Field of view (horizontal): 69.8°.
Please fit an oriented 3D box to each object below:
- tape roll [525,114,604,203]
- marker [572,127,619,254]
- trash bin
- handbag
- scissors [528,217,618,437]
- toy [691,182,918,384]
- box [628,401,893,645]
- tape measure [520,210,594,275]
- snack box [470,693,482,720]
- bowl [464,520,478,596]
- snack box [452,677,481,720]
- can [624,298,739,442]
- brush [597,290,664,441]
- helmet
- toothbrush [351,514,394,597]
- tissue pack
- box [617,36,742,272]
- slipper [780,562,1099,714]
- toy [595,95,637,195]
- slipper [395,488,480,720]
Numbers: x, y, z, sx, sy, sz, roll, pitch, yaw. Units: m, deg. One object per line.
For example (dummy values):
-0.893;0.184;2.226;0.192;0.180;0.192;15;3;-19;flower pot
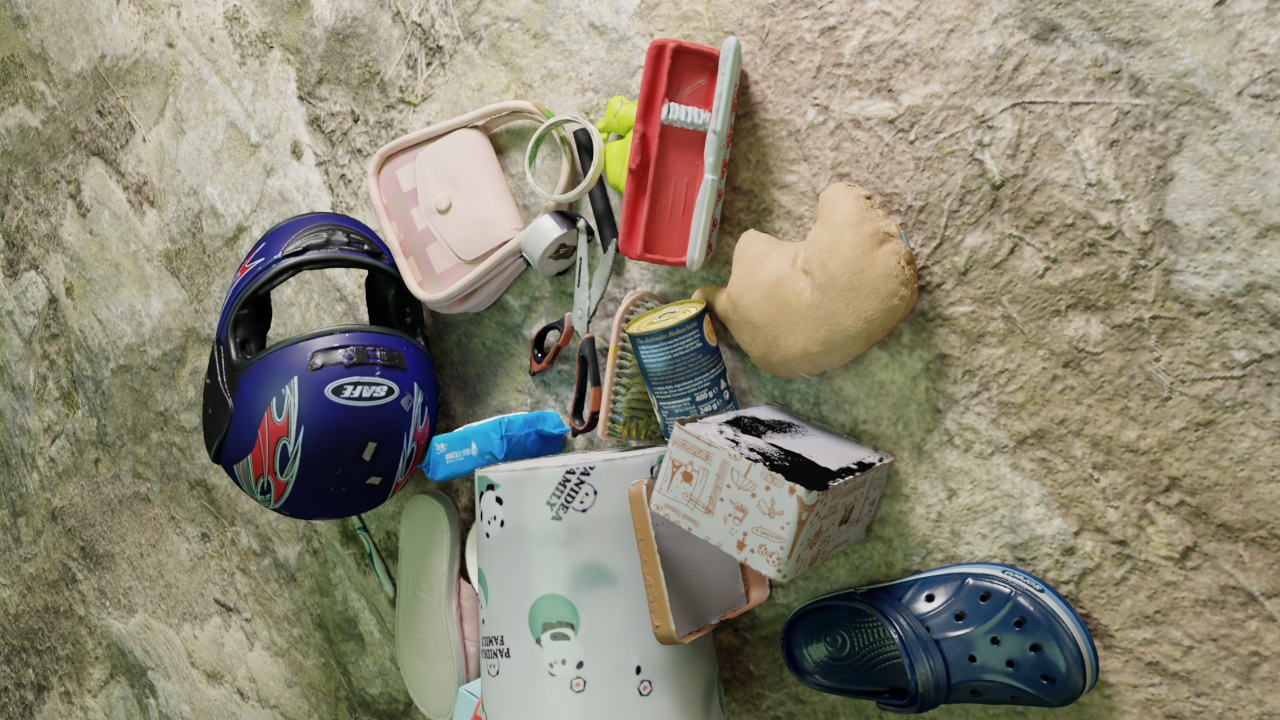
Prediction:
-0.075;-0.198;0.903;0.086;0.014;0.085;-3;84;28;tape roll
-0.043;-0.170;0.921;0.022;0.020;0.132;-21;80;39;marker
-0.045;0.211;0.822;0.230;0.229;0.252;-9;87;35;trash bin
-0.167;-0.178;0.980;0.235;0.093;0.193;-29;76;21;handbag
-0.064;-0.027;0.914;0.226;0.015;0.189;-32;73;51;scissors
0.126;-0.049;0.780;0.227;0.082;0.143;-26;72;38;toy
0.083;0.143;0.755;0.154;0.182;0.185;24;106;32;box
-0.087;-0.118;0.926;0.033;0.065;0.066;49;117;21;tape measure
-0.106;0.400;0.949;0.153;0.025;0.075;22;103;-2;snack box
-0.122;0.207;0.972;0.117;0.066;0.116;3;95;34;bowl
-0.174;0.434;1.018;0.052;0.074;0.175;21;105;33;snack box
0.039;0.010;0.823;0.075;0.075;0.111;-9;109;35;can
-0.005;0.005;0.884;0.073;0.063;0.146;20;105;63;brush
-0.333;0.028;0.991;0.240;0.246;0.316;51;131;41;helmet
-0.358;0.217;1.167;0.016;0.018;0.191;-43;69;29;toothbrush
-0.158;0.090;0.974;0.157;0.094;0.052;-19;81;36;tissue pack
0.041;-0.182;0.811;0.095;0.101;0.201;7;99;-10;box
0.216;0.223;0.723;0.253;0.095;0.105;-13;88;38;slipper
-0.009;-0.204;0.888;0.097;0.031;0.100;16;98;33;toy
-0.230;0.281;1.060;0.114;0.054;0.274;3;97;35;slipper
